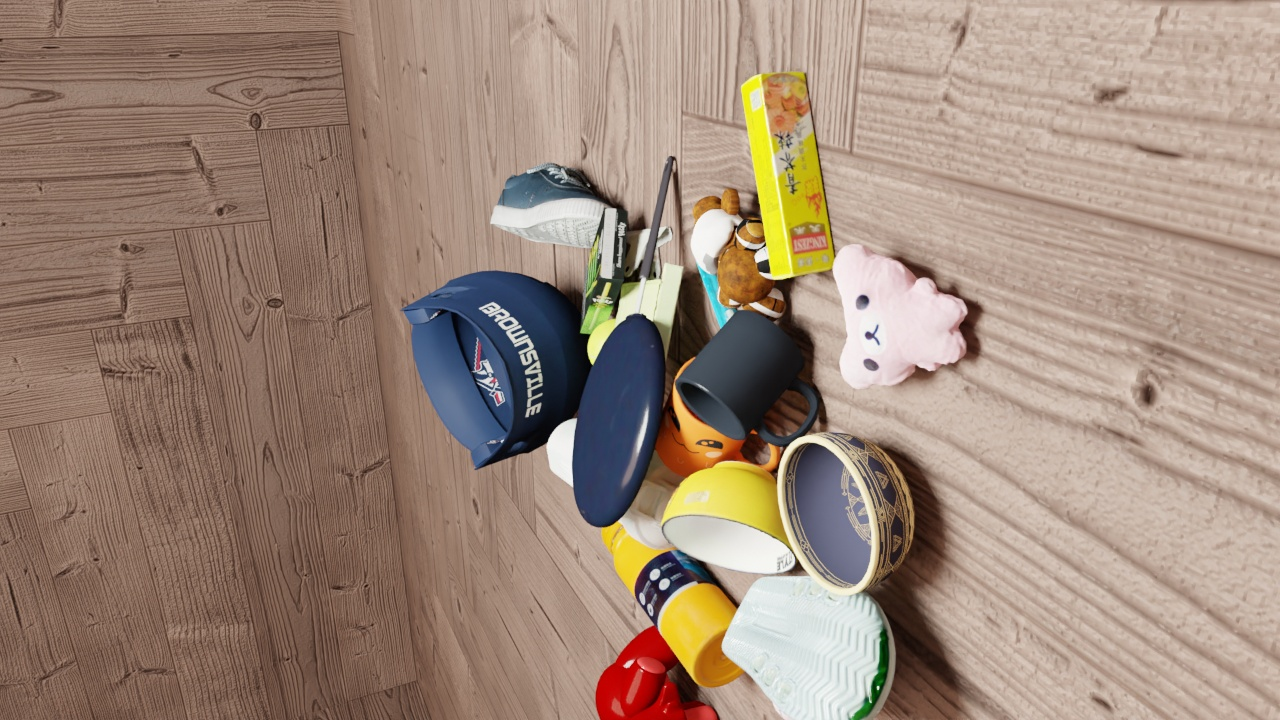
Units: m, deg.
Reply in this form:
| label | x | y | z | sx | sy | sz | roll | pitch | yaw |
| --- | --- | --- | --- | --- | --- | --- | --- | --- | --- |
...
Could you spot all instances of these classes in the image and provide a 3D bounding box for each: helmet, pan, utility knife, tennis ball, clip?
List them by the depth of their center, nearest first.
| label | x | y | z | sx | sy | sz | roll | pitch | yaw |
| --- | --- | --- | --- | --- | --- | --- | --- | --- | --- |
| utility knife | 0.071 | -0.062 | 0.823 | 0.015 | 0.022 | 0.123 | 120 | 138 | -56 |
| pan | -0.011 | -0.022 | 0.858 | 0.199 | 0.021 | 0.356 | 176 | 107 | -70 |
| clip | 0.006 | -0.109 | 0.951 | 0.102 | 0.040 | 0.054 | 11 | 91 | 66 |
| tennis ball | -0.024 | -0.013 | 0.998 | 0.065 | 0.065 | 0.065 | 169 | 90 | -67 |
| helmet | -0.180 | 0.004 | 1.149 | 0.273 | 0.222 | 0.232 | -21 | 95 | 37 |

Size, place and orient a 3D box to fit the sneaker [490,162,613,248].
| label | x | y | z | sx | sy | sz | roll | pitch | yaw |
| --- | --- | --- | --- | --- | --- | --- | --- | --- | --- |
| sneaker | -0.095 | -0.186 | 1.069 | 0.236 | 0.089 | 0.087 | 13 | 85 | 51 |

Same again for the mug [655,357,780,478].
| label | x | y | z | sx | sy | sz | roll | pitch | yaw |
| --- | --- | --- | --- | --- | --- | --- | --- | --- | --- |
| mug | 0.073 | 0.061 | 0.809 | 0.112 | 0.077 | 0.096 | 34 | 148 | 10 |

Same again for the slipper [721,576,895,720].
| label | x | y | z | sx | sy | sz | roll | pitch | yaw |
| --- | --- | --- | --- | --- | --- | --- | --- | --- | --- |
| slipper | 0.134 | 0.224 | 0.712 | 0.104 | 0.074 | 0.246 | -58 | 8 | -12 |

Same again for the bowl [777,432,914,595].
| label | x | y | z | sx | sy | sz | roll | pitch | yaw |
| --- | --- | --- | --- | --- | --- | --- | --- | --- | --- |
| bowl | 0.154 | 0.103 | 0.649 | 0.113 | 0.061 | 0.112 | 169 | 90 | -66 |

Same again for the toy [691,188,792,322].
| label | x | y | z | sx | sy | sz | roll | pitch | yaw |
| --- | --- | --- | --- | --- | --- | --- | --- | --- | --- |
| toy | 0.078 | -0.090 | 0.747 | 0.087 | 0.067 | 0.112 | 104 | 156 | -44 |

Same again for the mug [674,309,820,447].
| label | x | y | z | sx | sy | sz | roll | pitch | yaw |
| --- | --- | --- | --- | --- | --- | --- | --- | --- | --- |
| mug | 0.091 | 0.022 | 0.725 | 0.105 | 0.077 | 0.071 | 39 | 164 | 11 |

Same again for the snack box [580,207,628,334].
| label | x | y | z | sx | sy | sz | roll | pitch | yaw |
| --- | --- | --- | --- | --- | --- | --- | --- | --- | --- |
| snack box | -0.041 | -0.093 | 0.993 | 0.148 | 0.025 | 0.080 | 119 | 156 | -67 |

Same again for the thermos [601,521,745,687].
| label | x | y | z | sx | sy | sz | roll | pitch | yaw |
| --- | --- | --- | --- | --- | --- | --- | --- | --- | --- |
| thermos | 0.031 | 0.243 | 0.968 | 0.232 | 0.076 | 0.091 | 41 | 139 | 54 |

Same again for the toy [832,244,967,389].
| label | x | y | z | sx | sy | sz | roll | pitch | yaw |
| --- | --- | --- | --- | --- | --- | --- | --- | --- | --- |
| toy | 0.165 | -0.024 | 0.587 | 0.096 | 0.052 | 0.099 | 14 | 116 | 51 |

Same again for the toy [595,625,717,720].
| label | x | y | z | sx | sy | sz | roll | pitch | yaw |
| --- | --- | --- | --- | --- | --- | --- | --- | --- | --- |
| toy | 0.024 | 0.405 | 1.002 | 0.197 | 0.120 | 0.158 | -127 | 36 | -63 |

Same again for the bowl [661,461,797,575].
| label | x | y | z | sx | sy | sz | roll | pitch | yaw |
| --- | --- | --- | --- | --- | --- | --- | --- | --- | --- |
| bowl | 0.081 | 0.129 | 0.783 | 0.117 | 0.117 | 0.067 | 126 | 165 | -59 |

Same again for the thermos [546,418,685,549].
| label | x | y | z | sx | sy | sz | roll | pitch | yaw |
| --- | --- | --- | --- | --- | --- | --- | --- | --- | --- |
| thermos | -0.018 | 0.126 | 0.966 | 0.221 | 0.099 | 0.099 | 20 | 119 | 52 |

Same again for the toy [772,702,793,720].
| label | x | y | z | sx | sy | sz | roll | pitch | yaw |
| --- | --- | --- | --- | --- | --- | --- | --- | --- | --- |
| toy | 0.142 | 0.279 | 0.771 | 0.110 | 0.047 | 0.063 | -6 | 94 | 60 |

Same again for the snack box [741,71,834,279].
| label | x | y | z | sx | sy | sz | roll | pitch | yaw |
| --- | --- | --- | --- | --- | --- | --- | --- | --- | --- |
| snack box | 0.109 | -0.136 | 0.677 | 0.029 | 0.040 | 0.148 | 175 | 85 | -67 |

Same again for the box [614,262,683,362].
| label | x | y | z | sx | sy | sz | roll | pitch | yaw |
| --- | --- | --- | --- | --- | --- | --- | --- | --- | --- |
| box | 0.001 | 0.007 | 0.896 | 0.141 | 0.047 | 0.187 | 167 | 115 | -66 |
